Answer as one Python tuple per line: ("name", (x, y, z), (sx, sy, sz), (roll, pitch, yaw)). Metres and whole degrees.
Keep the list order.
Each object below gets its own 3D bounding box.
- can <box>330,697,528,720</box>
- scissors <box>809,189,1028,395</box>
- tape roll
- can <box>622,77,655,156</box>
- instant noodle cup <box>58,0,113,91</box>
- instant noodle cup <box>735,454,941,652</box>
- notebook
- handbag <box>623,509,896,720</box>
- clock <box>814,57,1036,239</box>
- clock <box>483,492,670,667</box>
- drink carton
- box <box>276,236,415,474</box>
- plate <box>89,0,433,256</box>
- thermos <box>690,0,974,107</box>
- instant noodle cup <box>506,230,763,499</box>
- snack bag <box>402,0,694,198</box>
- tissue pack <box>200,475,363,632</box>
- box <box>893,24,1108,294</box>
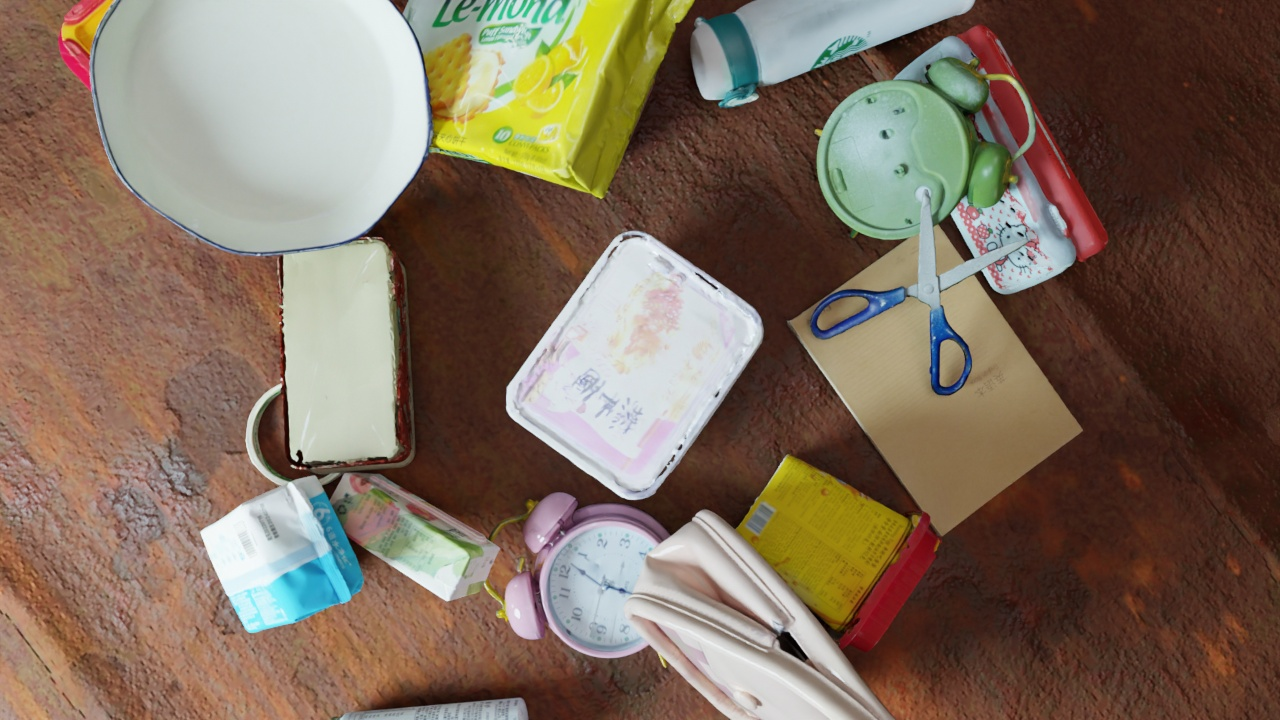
("can", (-0.158, 0.290, 0.689), (0.146, 0.058, 0.058), (-4, 87, -3))
("scissors", (0.209, -0.046, 0.697), (0.162, 0.012, 0.174), (-6, 118, 16))
("tape roll", (-0.263, 0.057, 0.717), (0.086, 0.014, 0.085), (0, 87, -2))
("can", (-0.030, -0.205, 0.712), (0.066, 0.066, 0.093), (23, 87, -1))
("instant noodle cup", (-0.329, -0.214, 0.672), (0.116, 0.124, 0.116), (-43, 89, -4))
("instant noodle cup", (0.139, 0.138, 0.688), (0.124, 0.116, 0.116), (34, 86, 11))
("notebook", (0.239, 0.013, 0.743), (0.149, 0.012, 0.211), (-35, 89, -5))
("handbag", (0.112, 0.216, 0.597), (0.093, 0.234, 0.193), (-47, 129, -14))
("clock", (0.212, -0.158, 0.688), (0.162, 0.056, 0.116), (-16, 97, 39))
("clock", (-0.042, 0.164, 0.699), (0.158, 0.060, 0.117), (16, 86, 0))
("drink carton", (-0.168, 0.127, 0.680), (0.122, 0.053, 0.045), (26, 92, 19))
("box", (-0.216, -0.004, 0.680), (0.091, 0.077, 0.168), (-4, 81, -6))
("plate", (-0.245, -0.172, 0.609), (0.204, 0.045, 0.205), (-10, 112, -26))
("thermos", (0.147, -0.266, 0.723), (0.224, 0.073, 0.073), (-22, 88, -3))
("instant noodle cup", (-0.004, 0.004, 0.708), (0.138, 0.060, 0.173), (35, 88, -1))
("snack bag", (-0.089, -0.210, 0.667), (0.247, 0.068, 0.158), (21, 87, 33))
("tissue pack", (-0.256, 0.141, 0.661), (0.063, 0.140, 0.090), (-25, 89, -43))
("box", (0.275, -0.154, 0.727), (0.098, 0.095, 0.201), (-29, 86, 30))
